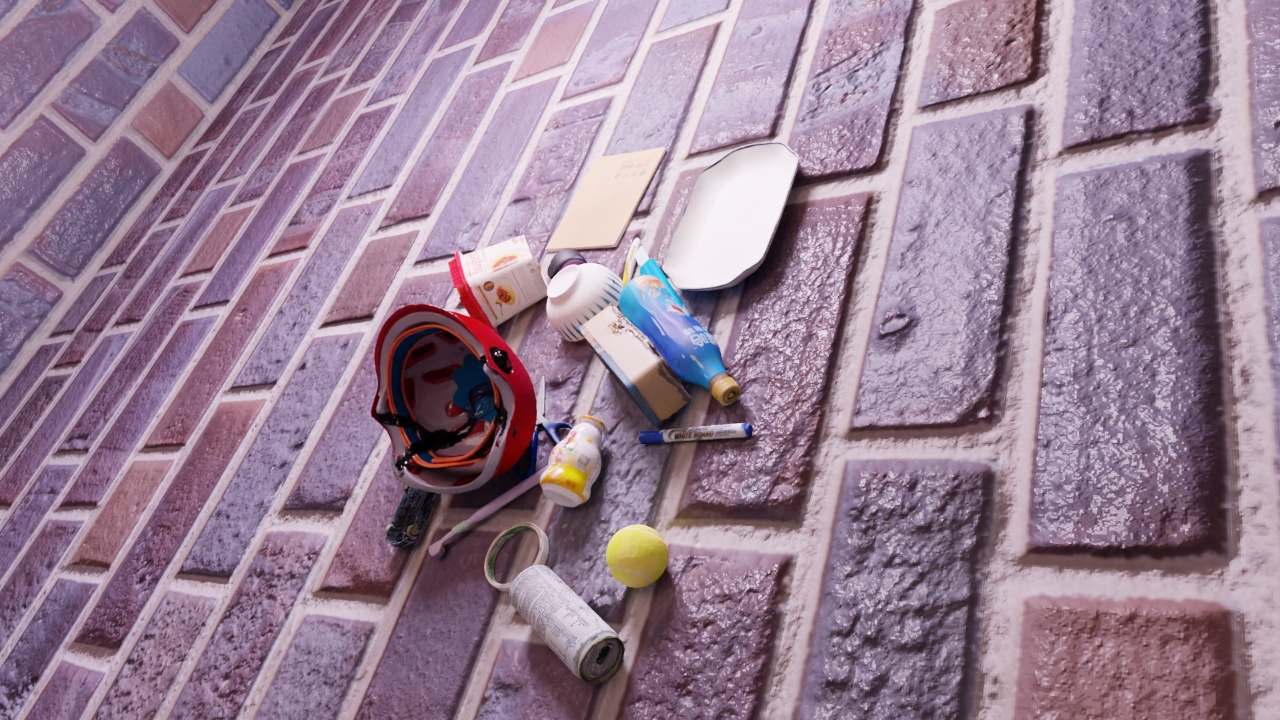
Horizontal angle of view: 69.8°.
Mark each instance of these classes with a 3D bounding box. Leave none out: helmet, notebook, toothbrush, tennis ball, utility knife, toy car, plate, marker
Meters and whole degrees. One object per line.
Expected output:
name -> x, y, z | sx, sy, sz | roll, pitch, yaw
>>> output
helmet -> -0.226, 0.044, 1.172 | 0.207, 0.143, 0.240 | -22, 83, 27
notebook -> -0.055, -0.257, 1.463 | 0.148, 0.008, 0.207 | 2, 56, 39
toothbrush -> -0.187, 0.189, 1.159 | 0.189, 0.021, 0.029 | -35, 9, 5
toothbrush -> -0.026, -0.104, 1.296 | 0.016, 0.018, 0.190 | -8, 51, 30
tennis ball -> -0.004, 0.206, 0.967 | 0.066, 0.065, 0.065 | -21, 44, 22
utility knife -> 0.024, -0.105, 1.257 | 0.034, 0.018, 0.187 | -36, 43, 9
toy car -> -0.303, 0.203, 1.225 | 0.049, 0.031, 0.105 | -6, 50, 34
plate -> 0.128, -0.190, 1.243 | 0.162, 0.034, 0.265 | -2, 53, 36
marker -> 0.062, 0.085, 1.062 | 0.146, 0.017, 0.016 | -7, 50, 33

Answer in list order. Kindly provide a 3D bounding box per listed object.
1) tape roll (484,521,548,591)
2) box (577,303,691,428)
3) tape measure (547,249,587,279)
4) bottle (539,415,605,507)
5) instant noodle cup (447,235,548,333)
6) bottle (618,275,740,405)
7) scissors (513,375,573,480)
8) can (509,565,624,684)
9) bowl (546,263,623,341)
tape roll -> -0.148, 0.233, 1.093 | 0.086, 0.014, 0.085 | -21, 44, 21
box -> -0.007, 0.007, 1.129 | 0.061, 0.090, 0.184 | -37, 37, -2
tape measure -> -0.106, -0.135, 1.356 | 0.058, 0.057, 0.039 | -45, 39, 8
bottle -> -0.077, 0.119, 1.103 | 0.063, 0.063, 0.108 | -1, 54, 37
instant noodle cup -> -0.211, -0.121, 1.391 | 0.124, 0.117, 0.116 | -26, 41, -1
bottle -> 0.049, -0.023, 1.124 | 0.065, 0.065, 0.218 | -40, 50, 1
scissors -> -0.137, 0.091, 1.214 | 0.164, 0.012, 0.160 | 13, 63, 45
can -> -0.080, 0.276, 0.969 | 0.058, 0.058, 0.147 | -49, 41, -10
bowl -> -0.088, -0.091, 1.280 | 0.117, 0.066, 0.116 | -31, 36, 25
